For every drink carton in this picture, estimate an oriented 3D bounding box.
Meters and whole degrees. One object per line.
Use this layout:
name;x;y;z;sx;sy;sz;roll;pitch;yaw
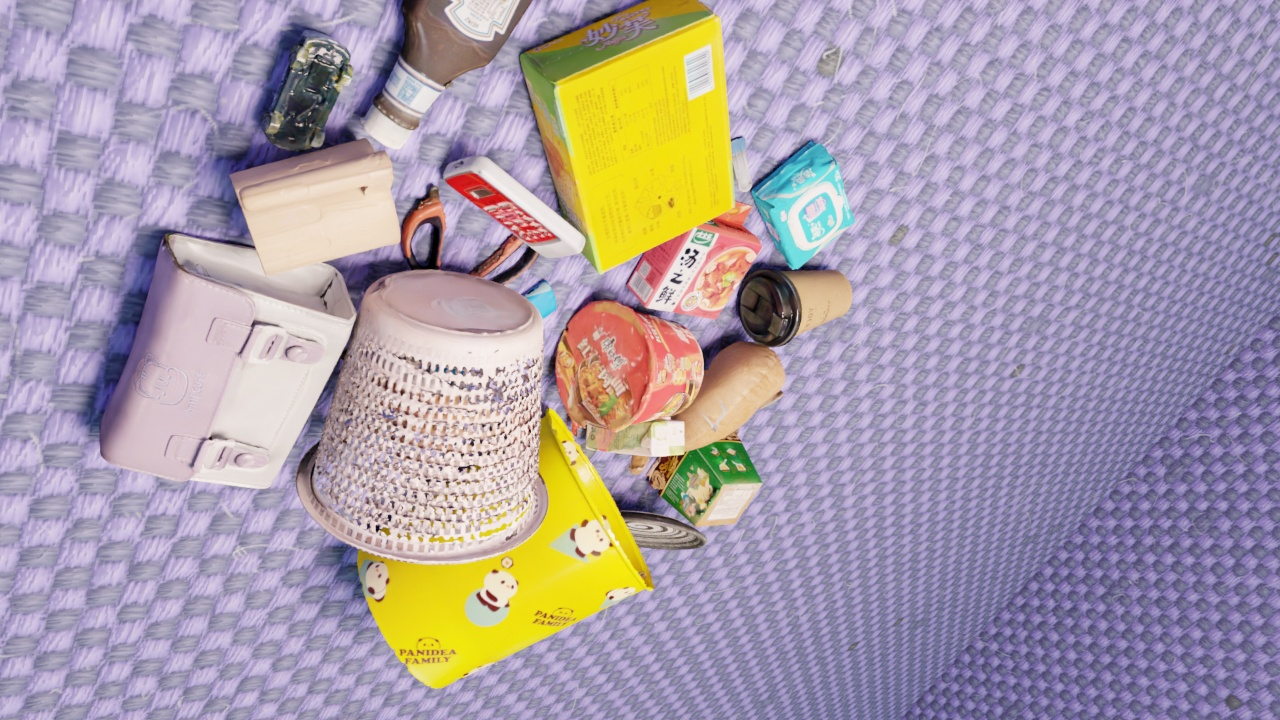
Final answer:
drink carton;-0.007;0.085;1.067;0.053;0.123;0.045;2;88;-40

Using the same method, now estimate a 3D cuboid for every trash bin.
trash bin;-0.150;0.214;1.010;0.255;0.229;0.230;-30;142;-2
trash bin;-0.175;0.035;0.804;0.227;0.227;0.192;-4;120;-36

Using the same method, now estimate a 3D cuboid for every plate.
plate;0.001;0.222;1.215;0.179;0.024;0.180;8;159;3

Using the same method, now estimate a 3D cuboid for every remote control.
remote control;-0.109;-0.131;0.803;0.136;0.056;0.020;36;62;-40

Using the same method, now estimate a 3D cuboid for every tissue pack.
tissue pack;0.183;-0.167;1.016;0.093;0.050;0.133;-39;142;0

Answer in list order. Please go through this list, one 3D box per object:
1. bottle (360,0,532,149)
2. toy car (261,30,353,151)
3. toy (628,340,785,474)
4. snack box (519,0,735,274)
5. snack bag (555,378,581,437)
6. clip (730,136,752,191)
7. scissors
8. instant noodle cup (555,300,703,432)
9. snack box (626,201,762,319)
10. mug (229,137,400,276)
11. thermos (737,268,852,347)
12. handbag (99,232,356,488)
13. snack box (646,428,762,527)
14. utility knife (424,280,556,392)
bottle;-0.143;-0.246;0.685;0.079;0.044;0.195;20;115;-47
toy car;-0.243;-0.194;0.664;0.042;0.034;0.091;6;126;-45
toy;0.073;0.059;1.098;0.226;0.143;0.082;-37;98;-2
snack box;-0.004;-0.199;0.820;0.157;0.070;0.210;-28;141;-13
snack bag;-0.070;0.044;1.045;0.045;0.026;0.105;-40;143;-25
clip;0.100;-0.203;0.944;0.024;0.026;0.056;-28;129;-17
scissors;-0.184;-0.067;0.856;0.188;0.015;0.227;-12;136;-30
instant noodle cup;-0.006;0.006;0.984;0.108;0.138;0.138;1;128;-50
snack box;0.064;-0.112;0.983;0.113;0.044;0.127;6;124;-42
mug;-0.240;-0.118;0.682;0.103;0.084;0.125;-20;-177;-20
thermos;0.185;-0.069;1.092;0.143;0.093;0.093;-13;136;-39
handbag;-0.338;0.007;0.748;0.144;0.098;0.197;14;120;-37
snack box;0.093;0.159;1.230;0.117;0.105;0.118;4;126;-42
utility knife;-0.162;-0.014;0.923;0.187;0.018;0.034;-36;131;-2
